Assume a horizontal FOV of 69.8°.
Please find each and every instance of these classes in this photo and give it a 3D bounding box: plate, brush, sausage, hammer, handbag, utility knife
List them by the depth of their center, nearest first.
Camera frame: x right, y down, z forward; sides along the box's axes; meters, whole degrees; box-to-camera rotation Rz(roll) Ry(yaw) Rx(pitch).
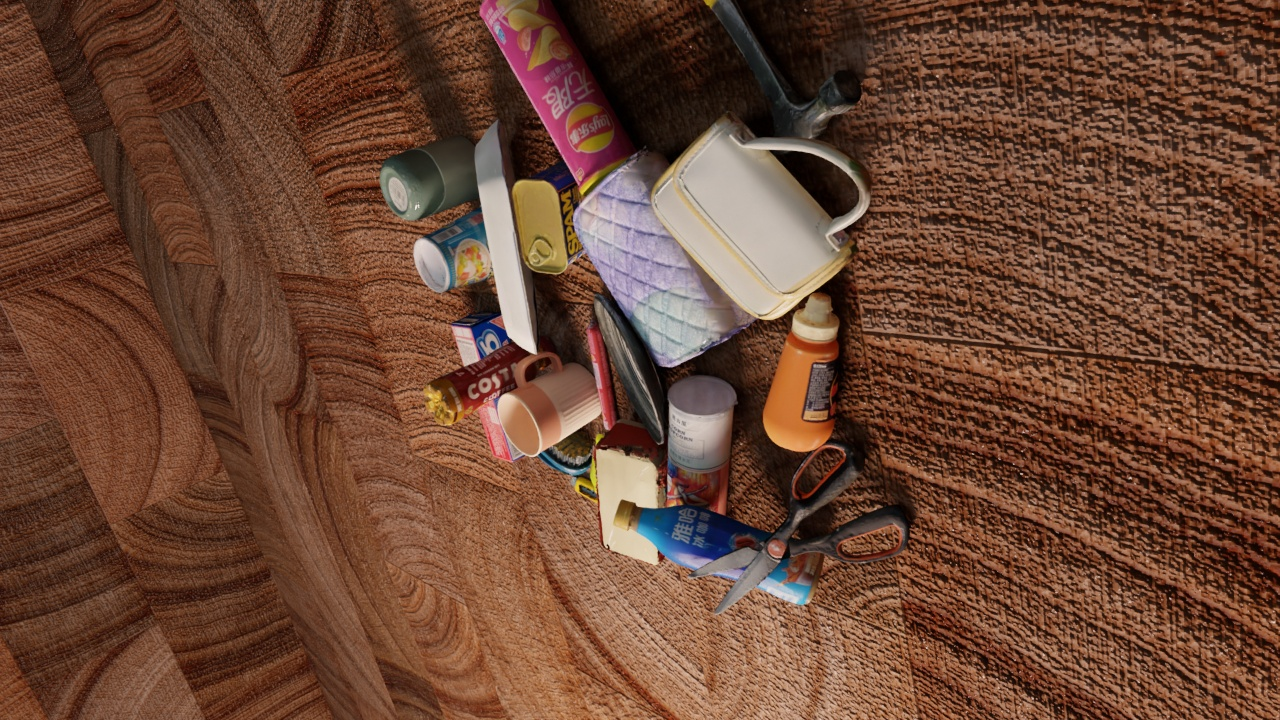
[{"bbox_3d":[0.053,-0.314,0.757,0.323,0.031,0.126,59,143,2],"label":"hammer"},{"bbox_3d":[0.105,-0.129,0.764,0.163,0.063,0.179,47,146,-2],"label":"handbag"},{"bbox_3d":[0.023,-0.097,0.900,0.194,0.075,0.134,59,149,-1],"label":"handbag"},{"bbox_3d":[-0.006,0.006,1.004,0.179,0.024,0.179,155,91,-82],"label":"plate"},{"bbox_3d":[-0.150,-0.135,1.036,0.161,0.034,0.266,-102,5,-61],"label":"plate"},{"bbox_3d":[-0.046,0.021,1.107,0.020,0.020,0.156,18,126,43],"label":"sausage"},{"bbox_3d":[-0.041,0.189,1.216,0.168,0.015,0.033,21,125,41],"label":"utility knife"},{"bbox_3d":[-0.120,0.103,1.220,0.144,0.055,0.074,39,138,27],"label":"brush"}]

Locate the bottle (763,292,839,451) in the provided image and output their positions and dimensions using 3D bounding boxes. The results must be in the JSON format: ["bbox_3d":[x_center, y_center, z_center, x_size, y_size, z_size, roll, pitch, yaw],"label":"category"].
[{"bbox_3d":[0.152,0.008,0.835,0.067,0.066,0.150,28,125,36],"label":"bottle"}]

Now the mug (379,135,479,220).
[{"bbox_3d":[-0.263,-0.219,1.133,0.112,0.106,0.082,-20,99,54],"label":"mug"}]

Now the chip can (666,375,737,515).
[{"bbox_3d":[0.063,0.123,1.004,0.071,0.071,0.215,29,134,35],"label":"chip can"}]

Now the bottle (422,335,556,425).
[{"bbox_3d":[-0.182,0.019,1.136,0.057,0.174,0.058,30,134,36],"label":"bottle"}]

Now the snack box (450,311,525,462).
[{"bbox_3d":[-0.198,0.035,1.266,0.058,0.057,0.207,10,121,49],"label":"snack box"}]

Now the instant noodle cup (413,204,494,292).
[{"bbox_3d":[-0.214,-0.134,1.127,0.099,0.109,0.099,28,132,36],"label":"instant noodle cup"}]

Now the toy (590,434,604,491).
[{"bbox_3d":[-0.034,0.139,1.163,0.096,0.031,0.100,56,139,6],"label":"toy"}]

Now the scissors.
[{"bbox_3d":[0.155,0.180,0.887,0.198,0.021,0.227,24,104,17],"label":"scissors"}]

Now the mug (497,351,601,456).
[{"bbox_3d":[-0.114,0.044,1.130,0.082,0.105,0.114,9,120,47],"label":"mug"}]

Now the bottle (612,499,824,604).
[{"bbox_3d":[0.079,0.192,0.961,0.219,0.065,0.065,17,132,7],"label":"bottle"}]

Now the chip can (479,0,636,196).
[{"bbox_3d":[-0.078,-0.271,0.908,0.072,0.071,0.210,-31,89,54],"label":"chip can"}]

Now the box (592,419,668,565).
[{"bbox_3d":[-0.004,0.163,1.087,0.091,0.076,0.168,13,125,22],"label":"box"}]

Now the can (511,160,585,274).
[{"bbox_3d":[-0.085,-0.155,0.973,0.057,0.083,0.102,9,121,28],"label":"can"}]
